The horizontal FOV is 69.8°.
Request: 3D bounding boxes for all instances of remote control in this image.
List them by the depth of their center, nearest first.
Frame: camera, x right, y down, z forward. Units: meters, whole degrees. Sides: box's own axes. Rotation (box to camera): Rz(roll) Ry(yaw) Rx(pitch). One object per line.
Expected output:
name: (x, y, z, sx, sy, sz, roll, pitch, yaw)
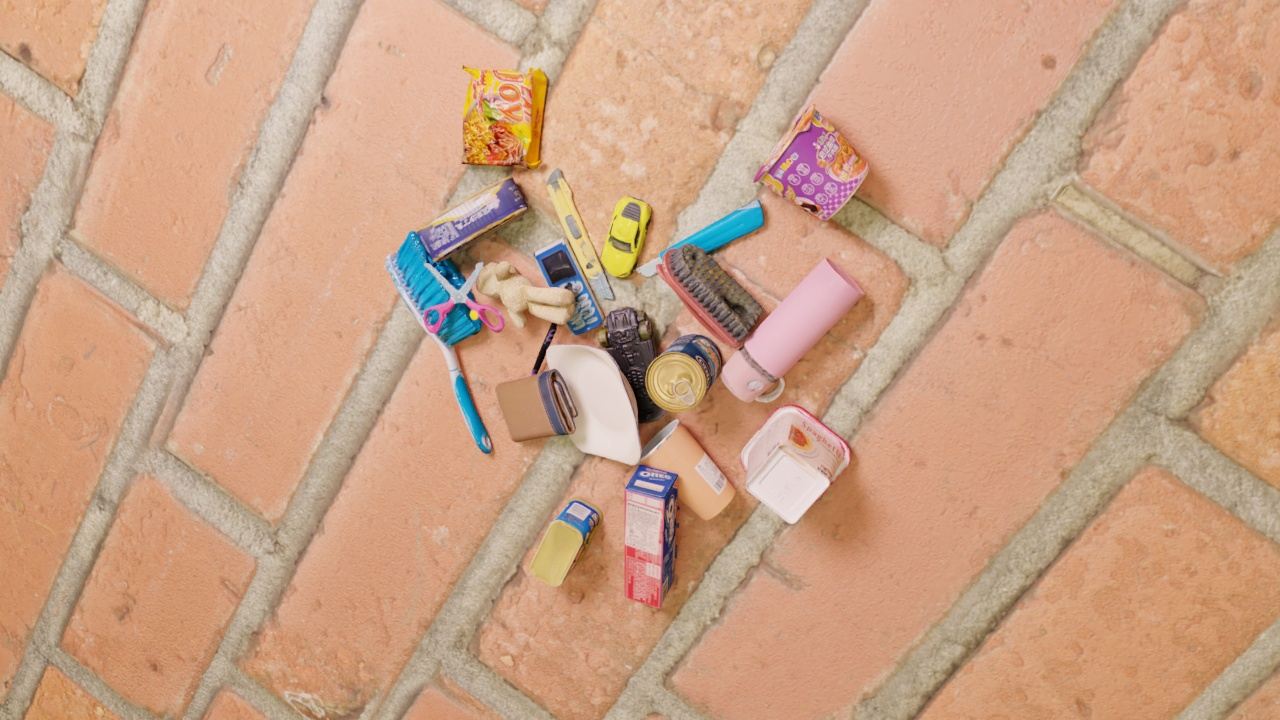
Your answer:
remote control: (-0.093, -0.097, 1.213, 0.049, 0.024, 0.125, -23, 97, 19)

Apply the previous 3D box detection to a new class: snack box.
snack box: (0.014, 0.233, 1.206, 0.058, 0.057, 0.208, 14, 128, 18)

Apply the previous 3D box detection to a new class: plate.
plate: (-0.052, 0.051, 1.200, 0.164, 0.034, 0.164, 8, 118, 51)

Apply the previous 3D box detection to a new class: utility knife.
utility knife: (0.075, -0.148, 1.158, 0.182, 0.018, 0.034, -25, 112, 20)
utility knife: (-0.079, -0.163, 1.202, 0.031, 0.019, 0.183, -22, 101, 25)

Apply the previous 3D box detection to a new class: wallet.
wallet: (-0.142, 0.064, 1.242, 0.115, 0.033, 0.090, -14, 98, 39)

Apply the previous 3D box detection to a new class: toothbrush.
toothbrush: (-0.123, -0.023, 1.227, 0.017, 0.014, 0.189, 48, 126, 34)

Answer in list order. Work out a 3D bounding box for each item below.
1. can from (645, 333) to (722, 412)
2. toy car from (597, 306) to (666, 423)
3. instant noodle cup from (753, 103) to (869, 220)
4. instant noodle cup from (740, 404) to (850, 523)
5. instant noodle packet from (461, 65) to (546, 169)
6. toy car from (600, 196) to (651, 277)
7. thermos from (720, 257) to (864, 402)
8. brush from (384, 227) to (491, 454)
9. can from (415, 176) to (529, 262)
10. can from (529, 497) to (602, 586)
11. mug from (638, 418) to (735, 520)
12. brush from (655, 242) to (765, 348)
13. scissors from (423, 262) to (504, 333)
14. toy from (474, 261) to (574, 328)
can: (0.057, 0.013, 1.153, 0.075, 0.111, 0.075, 4, 105, 15)
toy car: (-0.007, 0.007, 1.204, 0.070, 0.042, 0.158, -9, 104, 18)
instant noodle cup: (0.202, -0.222, 1.065, 0.099, 0.111, 0.112, 39, 109, -5)
instant noodle cup: (0.187, 0.133, 1.138, 0.116, 0.124, 0.117, 39, 110, 4)
instant noodle packet: (-0.178, -0.312, 1.176, 0.111, 0.044, 0.128, 7, 104, 9)
toy car: (-0.020, -0.157, 1.175, 0.048, 0.032, 0.105, 21, 109, 9)
thermos: (0.190, -0.028, 1.135, 0.087, 0.067, 0.199, 32, 111, -25)
brush: (-0.256, -0.023, 1.264, 0.110, 0.060, 0.314, -29, 96, 25)
can: (-0.219, -0.183, 1.197, 0.148, 0.074, 0.049, -28, 96, 9)
can: (-0.103, 0.251, 1.265, 0.057, 0.083, 0.102, 28, 108, 7)
mug: (0.064, 0.147, 1.204, 0.123, 0.078, 0.078, 45, 110, -4)
brush: (0.081, -0.082, 1.146, 0.146, 0.063, 0.069, 44, 144, -5)
scissors: (-0.237, -0.077, 1.200, 0.133, 0.017, 0.134, 45, 117, -2)
toy: (-0.151, -0.090, 1.193, 0.157, 0.066, 0.105, 21, 146, 32)
